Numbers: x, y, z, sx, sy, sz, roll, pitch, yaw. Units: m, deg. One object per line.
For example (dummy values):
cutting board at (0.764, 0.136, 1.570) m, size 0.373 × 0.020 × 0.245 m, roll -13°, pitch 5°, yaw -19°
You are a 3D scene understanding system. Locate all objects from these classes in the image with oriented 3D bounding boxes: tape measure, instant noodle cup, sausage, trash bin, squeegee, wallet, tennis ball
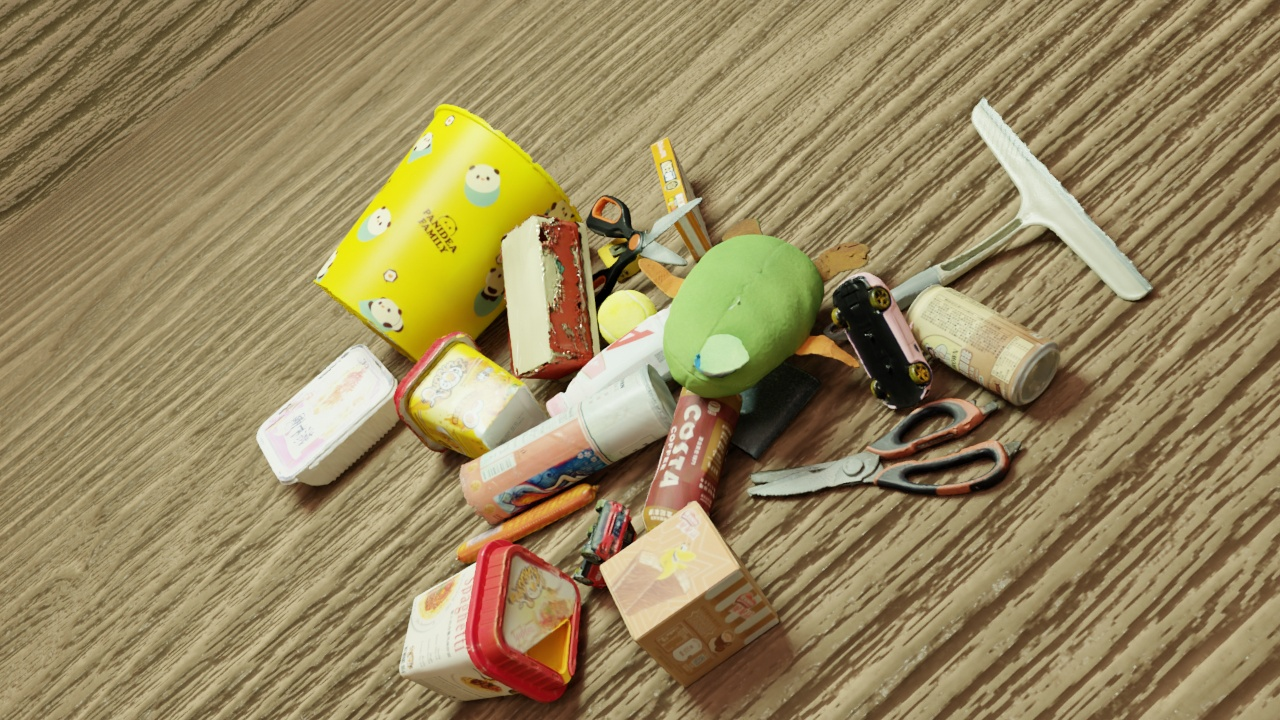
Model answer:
tape measure at (-0.020, -0.127, 1.091) m, size 0.057 × 0.029 × 0.060 m, roll -33°, pitch 42°, yaw 2°
instant noodle cup at (-0.130, 0.231, 0.781) m, size 0.124 × 0.116 × 0.116 m, roll -26°, pitch 41°, yaw 29°
instant noodle cup at (-0.175, 0.050, 0.977) m, size 0.124 × 0.116 × 0.116 m, roll 24°, pitch 66°, yaw 31°
sausage at (-0.111, 0.159, 0.892) m, size 0.165 × 0.021 × 0.021 m, roll -27°, pitch 42°, yaw 9°
trash bin at (-0.234, -0.132, 1.103) m, size 0.230 × 0.229 × 0.255 m, roll 27°, pitch 75°, yaw 45°
squeegee at (0.281, -0.083, 0.851) m, size 0.247 × 0.039 × 0.246 m, roll -33°, pitch 59°, yaw 12°
wallet at (0.100, 0.034, 0.876) m, size 0.097 × 0.019 × 0.121 m, roll -47°, pitch 41°, yaw -12°
tennis ball at (-0.013, -0.043, 0.982) m, size 0.066 × 0.065 × 0.065 m, roll -18°, pitch 44°, yaw 18°
instant noodle cup at (-0.365, 0.074, 1.107) m, size 0.173 × 0.060 × 0.138 m, roll -45°, pitch 43°, yaw -9°

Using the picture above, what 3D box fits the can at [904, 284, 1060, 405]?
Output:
can at (0.281, -0.014, 0.761) m, size 0.058 × 0.058 × 0.116 m, roll -43°, pitch 49°, yaw -9°

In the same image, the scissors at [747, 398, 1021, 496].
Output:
scissors at (0.196, 0.078, 0.774) m, size 0.206 × 0.015 × 0.194 m, roll 26°, pitch 70°, yaw 44°

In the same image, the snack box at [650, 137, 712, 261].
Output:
snack box at (0.047, -0.190, 1.071) m, size 0.026 × 0.075 × 0.153 m, roll -24°, pitch 43°, yaw 12°

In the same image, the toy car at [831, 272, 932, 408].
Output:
toy car at (0.208, -0.018, 0.784) m, size 0.037 × 0.122 × 0.056 m, roll -26°, pitch -2°, yaw -34°

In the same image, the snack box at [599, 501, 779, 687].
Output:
snack box at (0.039, 0.183, 0.719) m, size 0.094 × 0.093 × 0.077 m, roll -35°, pitch 41°, yaw 0°

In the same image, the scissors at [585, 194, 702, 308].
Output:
scissors at (-0.014, -0.122, 1.029) m, size 0.225 × 0.021 × 0.220 m, roll -55°, pitch 37°, yaw 21°

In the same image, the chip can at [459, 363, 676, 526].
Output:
chip can at (-0.069, 0.083, 0.890) m, size 0.215 × 0.071 × 0.071 m, roll -28°, pitch 42°, yaw 11°

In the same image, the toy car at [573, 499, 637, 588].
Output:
toy car at (-0.027, 0.158, 0.775) m, size 0.045 × 0.121 × 0.052 m, roll 16°, pitch 61°, yaw 2°

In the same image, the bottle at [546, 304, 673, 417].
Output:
bottle at (-0.006, 0.005, 0.932) m, size 0.197 × 0.068 × 0.068 m, roll -34°, pitch 42°, yaw 5°

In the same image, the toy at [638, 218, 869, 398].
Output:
toy at (0.099, -0.051, 0.838) m, size 0.227 × 0.090 × 0.245 m, roll 24°, pitch 47°, yaw 20°

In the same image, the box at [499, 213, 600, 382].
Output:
box at (-0.104, -0.066, 0.986) m, size 0.092 × 0.079 × 0.168 m, roll -23°, pitch 69°, yaw 48°

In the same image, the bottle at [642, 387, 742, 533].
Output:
bottle at (0.042, 0.103, 0.810) m, size 0.058 × 0.057 × 0.174 m, roll 2°, pitch 62°, yaw 34°
